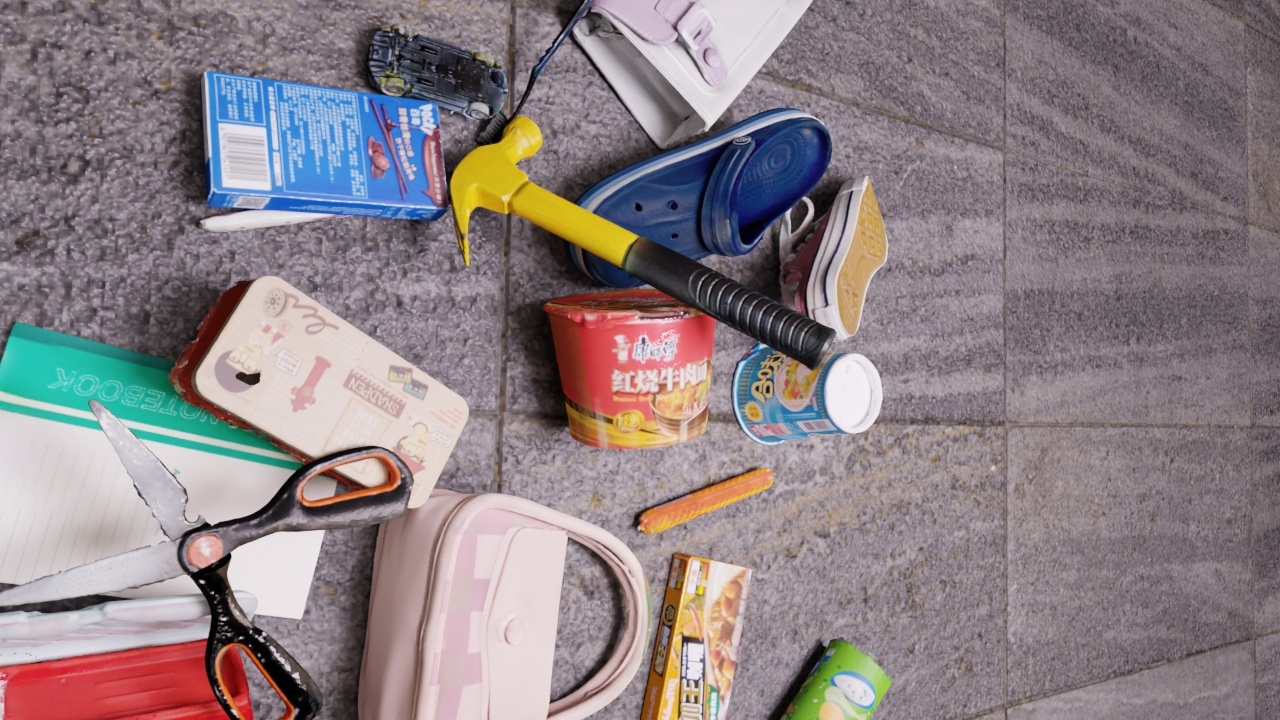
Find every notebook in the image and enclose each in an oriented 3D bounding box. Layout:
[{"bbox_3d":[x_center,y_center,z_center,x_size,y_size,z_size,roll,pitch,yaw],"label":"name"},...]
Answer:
[{"bbox_3d":[-0.299,0.076,0.580,0.209,0.012,0.150,18,77,-33],"label":"notebook"}]

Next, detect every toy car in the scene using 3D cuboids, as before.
[{"bbox_3d":[-0.150,-0.211,0.681,0.105,0.031,0.049,9,82,-30],"label":"toy car"}]

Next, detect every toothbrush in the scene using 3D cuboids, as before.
[{"bbox_3d":[-0.211,-0.109,0.645,0.187,0.016,0.017,-14,88,-34],"label":"toothbrush"},{"bbox_3d":[-0.069,-0.243,0.711,0.016,0.014,0.189,35,92,-14],"label":"toothbrush"}]

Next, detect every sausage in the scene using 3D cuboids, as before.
[{"bbox_3d":[0.062,0.124,0.821,0.164,0.021,0.021,-14,96,-34],"label":"sausage"}]

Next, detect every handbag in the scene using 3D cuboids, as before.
[{"bbox_3d":[-0.085,0.198,0.689,0.233,0.094,0.193,13,81,-41],"label":"handbag"},{"bbox_3d":[0.049,-0.305,0.788,0.145,0.099,0.196,43,67,-17],"label":"handbag"}]

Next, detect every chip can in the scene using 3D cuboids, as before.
[{"bbox_3d":[0.144,0.368,0.840,0.235,0.072,0.072,-46,113,-28],"label":"chip can"}]

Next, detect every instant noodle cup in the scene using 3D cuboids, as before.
[{"bbox_3d":[-0.004,0.004,0.721,0.137,0.138,0.108,-11,104,-35],"label":"instant noodle cup"},{"bbox_3d":[0.155,0.030,0.836,0.099,0.110,0.099,1,88,-34],"label":"instant noodle cup"}]

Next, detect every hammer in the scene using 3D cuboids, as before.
[{"bbox_3d":[-0.005,-0.074,0.647,0.301,0.033,0.128,28,58,13],"label":"hammer"}]

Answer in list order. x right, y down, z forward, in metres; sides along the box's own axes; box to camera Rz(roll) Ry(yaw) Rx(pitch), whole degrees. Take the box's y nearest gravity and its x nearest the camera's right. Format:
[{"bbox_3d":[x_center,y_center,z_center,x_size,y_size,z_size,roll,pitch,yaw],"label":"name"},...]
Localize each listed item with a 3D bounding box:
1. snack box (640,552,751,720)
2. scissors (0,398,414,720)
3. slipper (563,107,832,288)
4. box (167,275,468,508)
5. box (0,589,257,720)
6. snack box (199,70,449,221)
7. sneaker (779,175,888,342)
[{"bbox_3d":[0.050,0.251,0.805,0.075,0.026,0.153,19,78,-32],"label":"snack box"},{"bbox_3d":[-0.228,0.112,0.522,0.220,0.022,0.233,-31,112,-33],"label":"scissors"},{"bbox_3d":[0.061,-0.123,0.751,0.252,0.095,0.105,-29,133,-18],"label":"slipper"},{"bbox_3d":[-0.209,0.026,0.600,0.168,0.078,0.091,38,64,-32],"label":"box"},{"bbox_3d":[-0.319,0.172,0.506,0.201,0.095,0.100,2,125,-35],"label":"box"},{"bbox_3d":[-0.213,-0.143,0.627,0.156,0.026,0.084,-1,77,-33],"label":"snack box"},{"bbox_3d":[0.174,-0.097,0.872,0.118,0.088,0.240,64,36,-29],"label":"sneaker"}]
